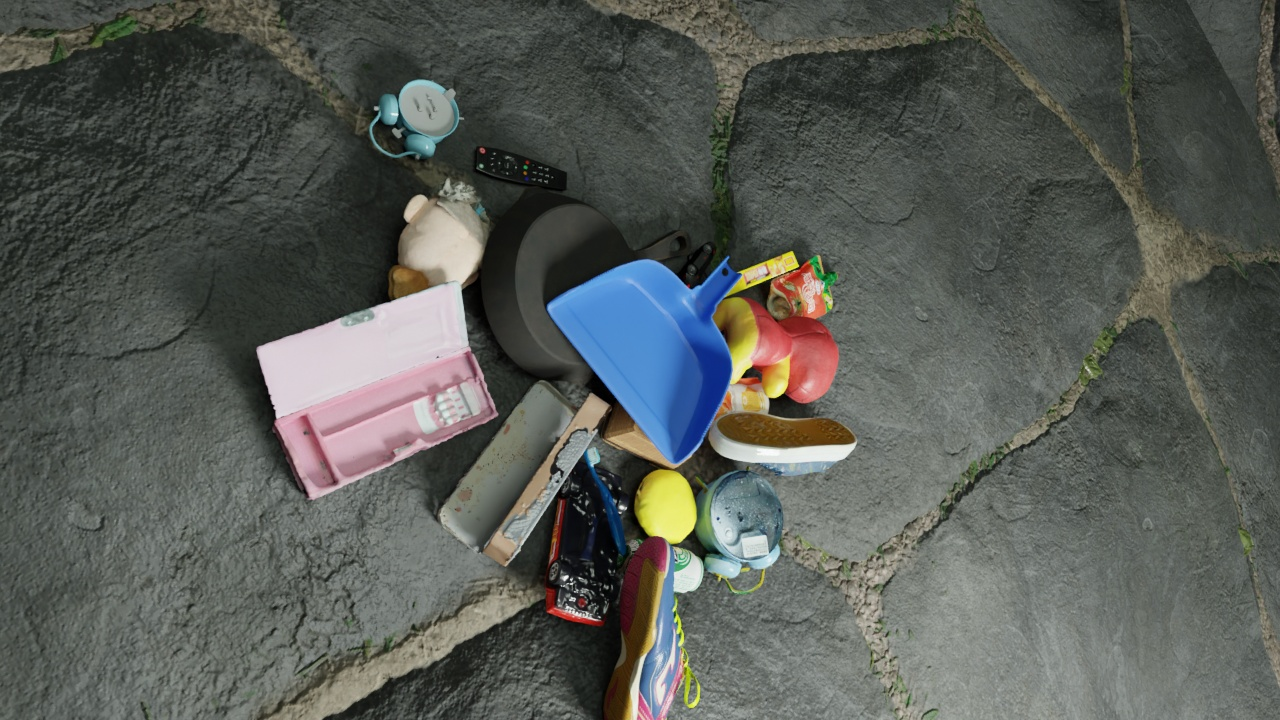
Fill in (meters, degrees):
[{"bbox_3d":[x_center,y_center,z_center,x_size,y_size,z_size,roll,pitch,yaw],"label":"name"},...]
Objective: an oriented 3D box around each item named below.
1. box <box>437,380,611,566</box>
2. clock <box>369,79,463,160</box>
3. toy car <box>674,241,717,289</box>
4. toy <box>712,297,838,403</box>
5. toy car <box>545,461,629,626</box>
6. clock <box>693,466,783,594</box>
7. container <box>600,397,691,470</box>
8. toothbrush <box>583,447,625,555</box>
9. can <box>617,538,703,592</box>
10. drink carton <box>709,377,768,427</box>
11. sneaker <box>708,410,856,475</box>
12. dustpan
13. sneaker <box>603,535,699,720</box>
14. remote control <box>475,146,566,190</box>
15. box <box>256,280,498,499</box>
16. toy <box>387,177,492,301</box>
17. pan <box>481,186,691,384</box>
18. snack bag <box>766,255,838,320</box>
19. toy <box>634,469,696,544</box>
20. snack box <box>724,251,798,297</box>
[{"bbox_3d":[-0.119,0.123,1.040,0.094,0.108,0.215,49,57,-26],"label":"box"},{"bbox_3d":[-0.268,-0.284,1.086,0.087,0.042,0.122,50,56,-11],"label":"clock"},{"bbox_3d":[0.078,-0.125,1.259,0.036,0.042,0.091,44,59,-12],"label":"toy car"},{"bbox_3d":[0.188,-0.014,1.252,0.216,0.099,0.147,15,52,-36],"label":"toy"},{"bbox_3d":[-0.064,0.210,1.072,0.081,0.056,0.189,24,55,-26],"label":"toy car"},{"bbox_3d":[0.127,0.220,1.186,0.118,0.060,0.162,-2,79,-32],"label":"clock"},{"bbox_3d":[0.017,0.089,1.151,0.114,0.061,0.063,29,63,-23],"label":"container"},{"bbox_3d":[-0.039,0.163,1.070,0.021,0.016,0.132,14,52,-64],"label":"toothbrush"},{"bbox_3d":[0.023,0.250,1.116,0.101,0.053,0.053,18,68,-27],"label":"can"},{"bbox_3d":[0.111,0.057,1.240,0.122,0.039,0.069,-1,79,-26],"label":"drink carton"},{"bbox_3d":[0.188,0.124,1.239,0.235,0.079,0.087,4,33,-32],"label":"sneaker"},{"bbox_3d":[0.045,-0.048,1.136,0.245,0.060,0.256,51,48,-11],"label":"dustpan"},{"bbox_3d":[0.020,0.317,1.048,0.091,0.116,0.242,7,100,-23],"label":"sneaker"},{"bbox_3d":[-0.151,-0.241,1.167,0.124,0.010,0.039,9,72,-30],"label":"remote control"},{"bbox_3d":[-0.279,0.027,0.987,0.232,0.059,0.179,-23,106,-34],"label":"box"},{"bbox_3d":[-0.230,-0.123,1.048,0.133,0.076,0.175,53,53,-27],"label":"toy"},{"bbox_3d":[-0.043,-0.111,1.150,0.354,0.043,0.249,-26,107,-42],"label":"pan"},{"bbox_3d":[0.249,-0.103,1.369,0.154,0.044,0.087,-28,104,-41],"label":"snack bag"},{"bbox_3d":[0.033,0.182,1.148,0.094,0.041,0.095,34,57,-26],"label":"toy"},{"bbox_3d":[0.142,-0.111,1.276,0.152,0.075,0.025,-23,91,-34],"label":"snack box"}]
